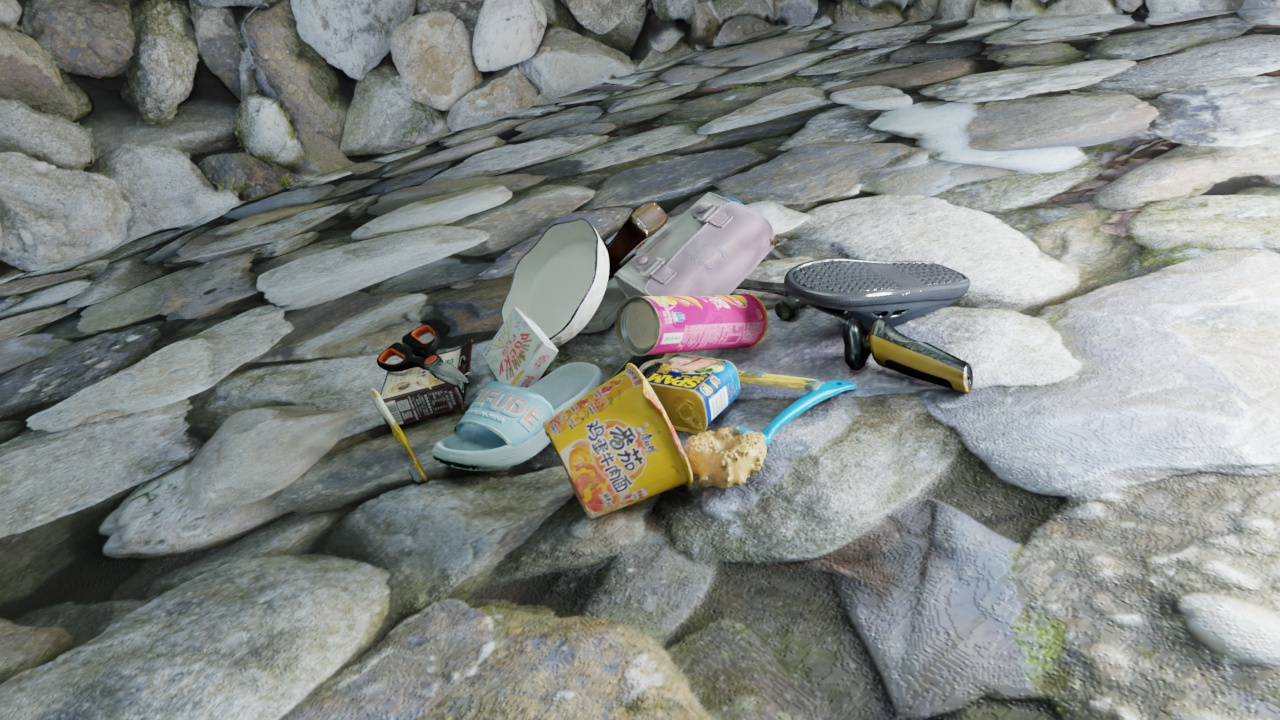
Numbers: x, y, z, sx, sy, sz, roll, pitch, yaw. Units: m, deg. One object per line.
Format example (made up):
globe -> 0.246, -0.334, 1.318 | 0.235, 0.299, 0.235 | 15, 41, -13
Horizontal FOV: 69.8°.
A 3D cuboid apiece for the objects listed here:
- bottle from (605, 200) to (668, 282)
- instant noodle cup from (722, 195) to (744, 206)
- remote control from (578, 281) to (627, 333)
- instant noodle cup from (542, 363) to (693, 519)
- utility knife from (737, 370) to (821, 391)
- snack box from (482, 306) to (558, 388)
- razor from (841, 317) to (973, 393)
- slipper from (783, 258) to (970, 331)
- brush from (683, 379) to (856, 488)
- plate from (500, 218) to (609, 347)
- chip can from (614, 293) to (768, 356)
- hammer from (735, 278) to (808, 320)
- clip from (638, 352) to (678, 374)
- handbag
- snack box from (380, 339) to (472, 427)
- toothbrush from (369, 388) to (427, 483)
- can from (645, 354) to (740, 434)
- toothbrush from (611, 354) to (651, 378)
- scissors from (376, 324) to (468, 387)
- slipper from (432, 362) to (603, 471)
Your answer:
bottle -> -0.035, -0.157, 1.358 | 0.079, 0.044, 0.195 | -43, 0, -43
instant noodle cup -> 0.114, -0.193, 1.459 | 0.109, 0.099, 0.099 | -40, 36, -28
remote control -> -0.047, -0.082, 1.380 | 0.058, 0.021, 0.149 | -6, 27, 29
instant noodle cup -> -0.027, 0.086, 0.919 | 0.109, 0.138, 0.138 | -26, 28, -8
utility knife -> 0.132, 0.023, 1.080 | 0.030, 0.022, 0.211 | -17, 9, -36
snack box -> -0.165, -0.011, 1.239 | 0.085, 0.027, 0.157 | -55, 29, 5
razor -> 0.299, -0.001, 1.036 | 0.167, 0.062, 0.067 | 26, 76, 45
slipper -> 0.300, -0.074, 1.157 | 0.267, 0.083, 0.110 | -6, 29, -27
brush -> 0.144, 0.067, 0.974 | 0.254, 0.046, 0.083 | -26, 27, -35
plate -> -0.120, -0.105, 1.322 | 0.205, 0.045, 0.204 | -26, 51, 36
chip can -> 0.065, -0.045, 1.109 | 0.071, 0.071, 0.210 | 13, 12, 42
hammer -> 0.121, -0.116, 1.363 | 0.324, 0.032, 0.125 | 11, 35, 41
clip -> 0.033, 0.008, 1.142 | 0.035, 0.072, 0.099 | 10, 38, 39
handbag -> 0.079, -0.140, 1.300 | 0.196, 0.098, 0.145 | -44, 42, -13
snack box -> -0.280, 0.030, 1.232 | 0.125, 0.053, 0.113 | -13, 26, -1
toothbrush -> -0.299, 0.089, 1.115 | 0.018, 0.016, 0.191 | -32, 46, -14
can -> 0.053, 0.036, 1.061 | 0.102, 0.057, 0.083 | 8, 31, 36
toothbrush -> -0.007, 0.007, 1.180 | 0.026, 0.027, 0.212 | 34, 40, 7
scissors -> -0.288, 0.012, 1.204 | 0.142, 0.022, 0.235 | -28, 30, -1
slipper -> -0.138, 0.055, 1.092 | 0.104, 0.074, 0.244 | 12, 34, 39
